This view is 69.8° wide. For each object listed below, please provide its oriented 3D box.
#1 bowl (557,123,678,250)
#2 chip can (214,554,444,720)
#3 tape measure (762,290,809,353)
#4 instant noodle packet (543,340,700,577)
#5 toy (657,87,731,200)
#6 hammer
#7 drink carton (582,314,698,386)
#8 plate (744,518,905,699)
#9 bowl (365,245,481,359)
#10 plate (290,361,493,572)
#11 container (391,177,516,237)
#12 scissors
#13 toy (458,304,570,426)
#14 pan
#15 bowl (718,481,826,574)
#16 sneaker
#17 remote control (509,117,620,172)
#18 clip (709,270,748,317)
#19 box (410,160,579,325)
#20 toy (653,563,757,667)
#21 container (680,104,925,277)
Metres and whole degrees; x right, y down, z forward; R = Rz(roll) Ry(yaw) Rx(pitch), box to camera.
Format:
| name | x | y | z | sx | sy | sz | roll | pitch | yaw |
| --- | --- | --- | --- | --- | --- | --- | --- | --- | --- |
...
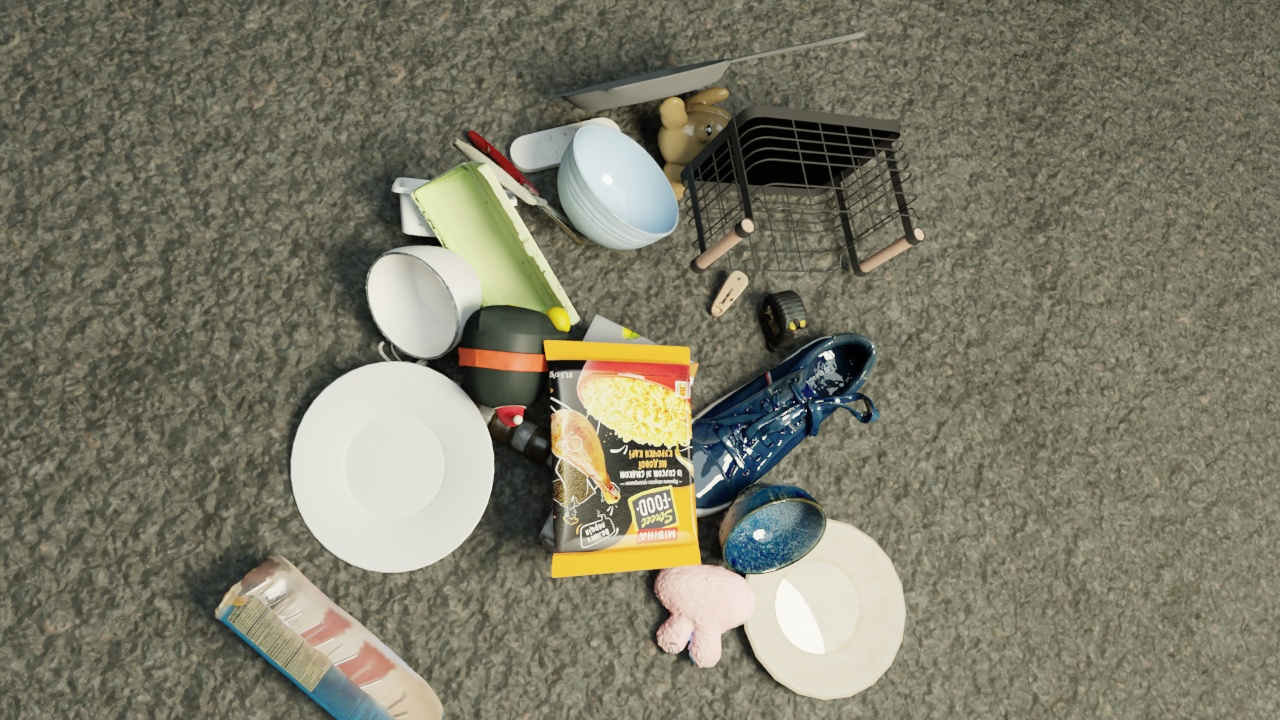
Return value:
| name | x | y | z | sx | sy | sz | roll | pitch | yaw |
| --- | --- | --- | --- | --- | --- | --- | --- | --- | --- |
| bowl | -0.036 | -0.181 | 1.024 | 0.150 | 0.075 | 0.150 | 28 | 43 | -30 |
| chip can | -0.286 | 0.282 | 0.863 | 0.229 | 0.080 | 0.079 | 41 | 71 | -1 |
| tape measure | 0.163 | -0.048 | 1.053 | 0.038 | 0.067 | 0.062 | -12 | 79 | -16 |
| instant noodle packet | -0.015 | 0.092 | 0.891 | 0.159 | 0.032 | 0.220 | 2 | 81 | -28 |
| toy | 0.063 | -0.271 | 1.078 | 0.106 | 0.134 | 0.108 | 7 | 45 | 11 |
| hammer | -0.134 | 0.072 | 0.955 | 0.326 | 0.080 | 0.176 | 29 | 72 | 1 |
| drink carton | -0.006 | 0.006 | 0.999 | 0.125 | 0.076 | 0.048 | 26 | 72 | -1 |
| plate | 0.198 | 0.269 | 1.003 | 0.188 | 0.027 | 0.188 | 3 | 76 | -12 |
| bowl | -0.213 | -0.065 | 0.933 | 0.116 | 0.117 | 0.065 | 47 | 37 | 1 |
| plate | -0.248 | 0.106 | 0.919 | 0.209 | 0.015 | 0.208 | 0 | 86 | 6 |
| container | -0.201 | -0.161 | 0.990 | 0.129 | 0.080 | 0.049 | 5 | 107 | -12 |
| scissors | -0.139 | -0.195 | 0.996 | 0.015 | 0.179 | 0.199 | -48 | 72 | 11 |
| toy | -0.130 | 0.003 | 0.899 | 0.098 | 0.099 | 0.119 | 5 | 91 | 30 |
| pan | 0.067 | -0.314 | 1.010 | 0.355 | 0.216 | 0.024 | -6 | 110 | 21 |
| bowl | 0.130 | 0.163 | 0.954 | 0.114 | 0.115 | 0.060 | -7 | 42 | -15 |
| sneaker | 0.151 | 0.064 | 0.994 | 0.294 | 0.127 | 0.120 | -37 | 86 | -17 |
| remote control | -0.087 | -0.253 | 1.075 | 0.136 | 0.013 | 0.043 | -18 | 81 | -17 |
| clip | 0.100 | -0.077 | 1.074 | 0.024 | 0.041 | 0.060 | 38 | 91 | -1 |
| box | -0.142 | -0.115 | 0.945 | 0.188 | 0.131 | 0.064 | 59 | 46 | -23 |
| toy | 0.061 | 0.263 | 0.957 | 0.108 | 0.053 | 0.105 | 18 | 83 | 11 |
| container | 0.175 | -0.175 | 1.017 | 0.241 | 0.163 | 0.130 | -2 | 74 | -27 |
